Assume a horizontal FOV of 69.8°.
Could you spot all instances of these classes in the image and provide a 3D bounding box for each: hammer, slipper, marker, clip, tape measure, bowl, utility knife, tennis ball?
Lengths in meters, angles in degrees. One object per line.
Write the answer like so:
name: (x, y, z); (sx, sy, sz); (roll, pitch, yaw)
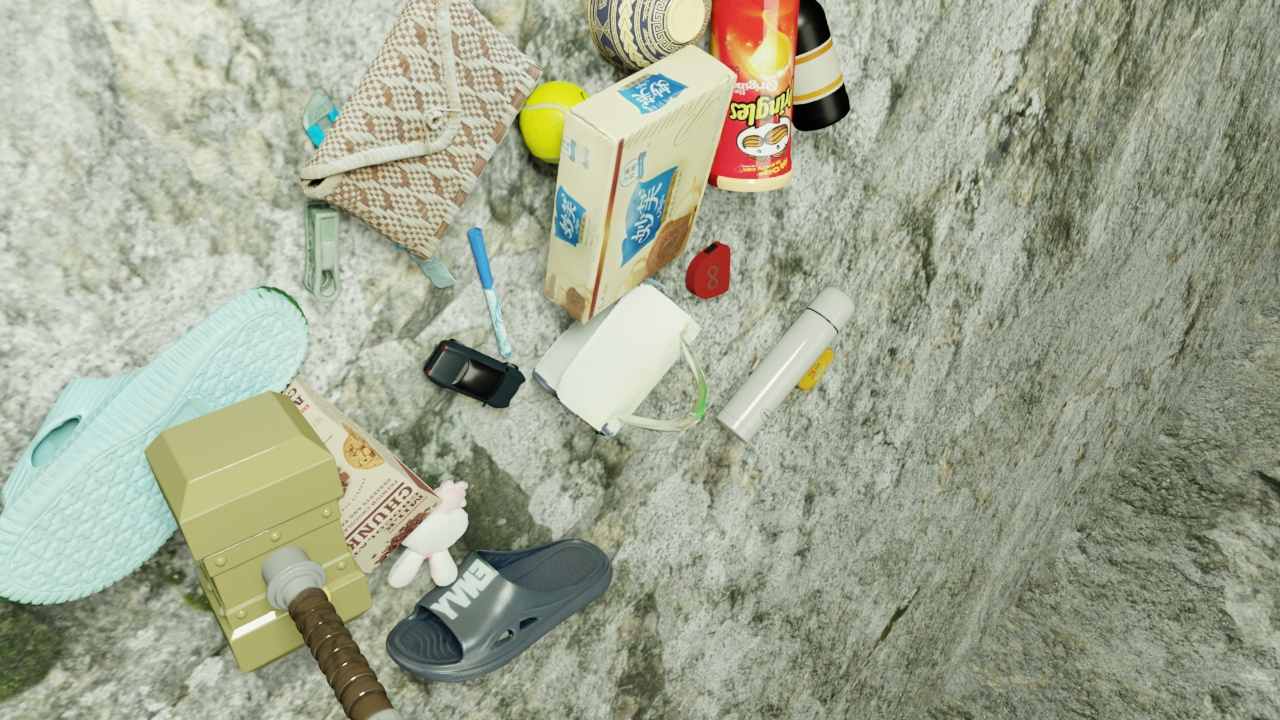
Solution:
hammer: (-0.198, 0.181, 0.586); (0.100, 0.325, 0.191); (-24, 133, -30)
slipper: (-0.139, 0.246, 0.976); (0.267, 0.111, 0.083); (-20, 128, -37)
slipper: (-0.352, 0.052, 0.662); (0.275, 0.069, 0.116); (-54, 144, -23)
marker: (-0.134, -0.058, 0.831); (0.013, 0.013, 0.142); (-31, 136, -25)
clip: (-0.242, -0.082, 0.697); (0.023, 0.043, 0.076); (-13, 127, -36)
tape measure: (0.217, 0.007, 1.204); (0.058, 0.030, 0.068); (19, 102, -49)
tape measure: (0.073, -0.098, 0.997); (0.051, 0.019, 0.059); (-20, 123, -31)
bowl: (0.019, -0.294, 0.767); (0.112, 0.061, 0.113); (-25, 133, -30)
utility knife: (-0.199, -0.123, 0.720); (0.031, 0.015, 0.207); (-40, 140, -8)
tennis ball: (-0.067, -0.195, 0.754); (0.065, 0.065, 0.065); (-25, 133, -30)

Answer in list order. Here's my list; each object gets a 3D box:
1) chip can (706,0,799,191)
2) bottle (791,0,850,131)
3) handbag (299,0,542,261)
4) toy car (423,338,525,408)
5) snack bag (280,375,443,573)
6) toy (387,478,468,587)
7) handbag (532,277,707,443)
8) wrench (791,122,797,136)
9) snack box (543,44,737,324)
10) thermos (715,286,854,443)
chip can: (0.101, -0.268, 0.831); (0.086, 0.087, 0.214); (-21, 125, -33)
bottle: (0.149, -0.313, 0.873); (0.059, 0.059, 0.182); (-37, 123, -19)
handbag: (-0.158, -0.176, 0.682); (0.185, 0.047, 0.124); (-60, 143, -2)
toy car: (-0.151, 0.014, 0.849); (0.112, 0.034, 0.046); (29, 96, -50)
snack bag: (-0.259, 0.110, 0.787); (0.094, 0.070, 0.206); (-45, 140, -9)
toy: (-0.205, 0.169, 0.908); (0.075, 0.037, 0.126); (2, 114, -41)
handbag: (-0.005, 0.005, 0.873); (0.151, 0.176, 0.074); (-49, 139, -4)
wrench: (0.080, -0.226, 0.912); (0.272, 0.018, 0.066); (-28, 134, -26)
snack box: (-0.005, -0.147, 0.793); (0.152, 0.055, 0.208); (-39, 157, -34)
thermos: (0.184, 0.003, 1.151); (0.224, 0.052, 0.052); (-50, 140, -4)
